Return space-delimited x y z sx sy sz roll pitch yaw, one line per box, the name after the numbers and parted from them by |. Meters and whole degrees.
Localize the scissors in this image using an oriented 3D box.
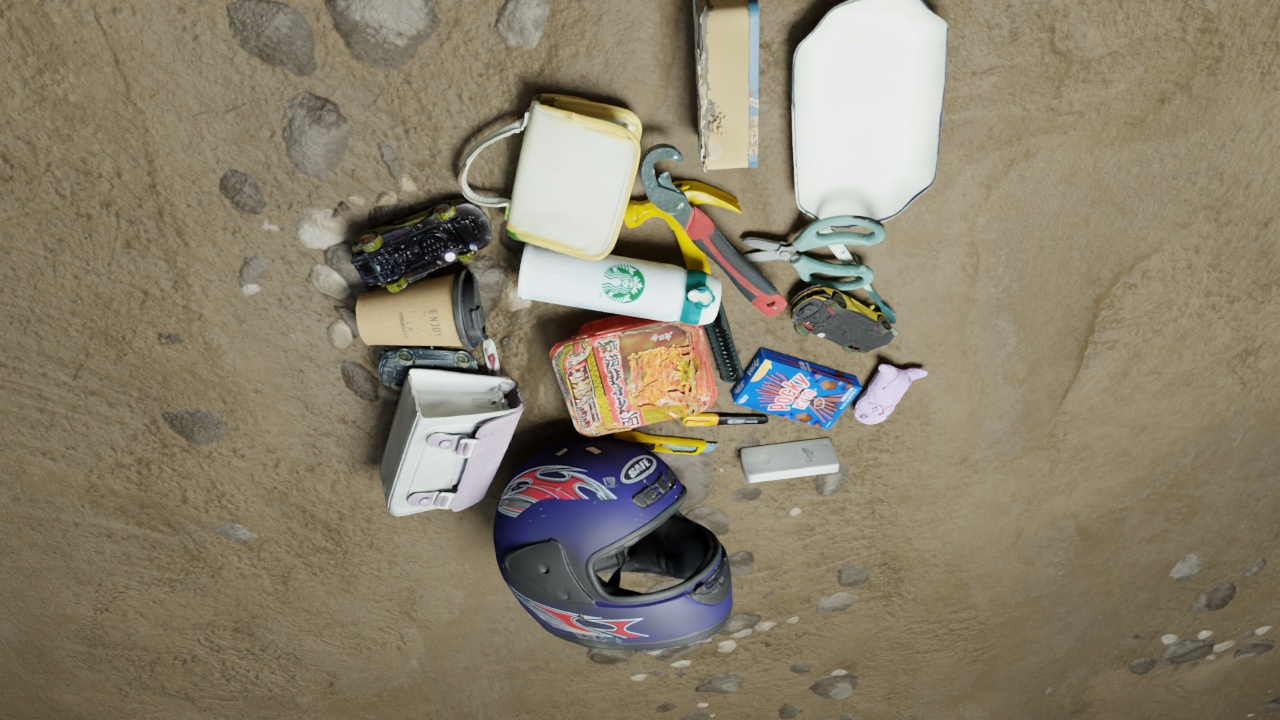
0.204 -0.134 1.062 0.177 0.019 0.170 15 149 -10 | scissors

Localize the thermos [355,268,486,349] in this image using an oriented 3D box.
-0.245 -0.054 1.046 0.143 0.092 0.093 -5 132 5 | thermos

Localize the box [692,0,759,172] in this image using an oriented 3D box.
0.083 -0.282 0.897 0.062 0.089 0.185 -2 132 1 | box

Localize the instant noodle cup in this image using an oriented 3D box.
-0.007 0.007 1.138 0.189 0.079 0.165 -12 132 2 | instant noodle cup

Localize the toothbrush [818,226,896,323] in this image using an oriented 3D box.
0.268 -0.106 1.129 0.016 0.018 0.191 -30 126 23 | toothbrush

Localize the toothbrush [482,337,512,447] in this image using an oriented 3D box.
-0.183 0.045 1.183 0.016 0.017 0.188 -7 132 -4 | toothbrush

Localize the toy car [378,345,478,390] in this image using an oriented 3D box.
-0.261 0.008 1.128 0.120 0.036 0.054 4 135 -25 | toy car

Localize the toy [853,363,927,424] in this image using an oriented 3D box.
0.334 0.046 1.254 0.083 0.039 0.108 5 129 -25 | toy

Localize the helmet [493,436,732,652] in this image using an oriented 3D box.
-0.042 0.221 1.189 0.316 0.246 0.240 1 111 31 | helmet

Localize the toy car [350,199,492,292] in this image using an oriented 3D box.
-0.240 -0.128 1.007 0.158 0.042 0.070 -20 131 1 | toy car

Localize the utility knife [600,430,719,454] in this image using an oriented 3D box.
0.028 0.116 1.280 0.173 0.015 0.033 6 132 -14 | utility knife

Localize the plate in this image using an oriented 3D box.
0.237 -0.261 0.975 0.162 0.034 0.266 -11 132 1 | plate

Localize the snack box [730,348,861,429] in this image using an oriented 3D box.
0.210 0.040 1.236 0.157 0.026 0.085 16 127 -21 | snack box

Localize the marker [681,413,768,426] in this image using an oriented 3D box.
0.118 0.082 1.266 0.123 0.015 0.018 1 135 -12 | marker

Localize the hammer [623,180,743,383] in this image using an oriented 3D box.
0.078 -0.086 1.103 0.129 0.032 0.301 -16 131 6 | hammer

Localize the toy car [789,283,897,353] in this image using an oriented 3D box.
0.254 -0.049 1.151 0.155 0.041 0.071 20 140 -33 | toy car

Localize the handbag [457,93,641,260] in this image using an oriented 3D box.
-0.098 -0.200 0.962 0.178 0.063 0.164 13 128 -8 | handbag

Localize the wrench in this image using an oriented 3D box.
0.084 -0.135 1.028 0.056 0.016 0.273 -31 127 18 | wrench

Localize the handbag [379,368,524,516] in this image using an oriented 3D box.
-0.239 0.107 1.159 0.144 0.098 0.198 -4 141 -31 | handbag

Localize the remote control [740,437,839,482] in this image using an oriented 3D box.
0.210 0.142 1.306 0.135 0.056 0.019 -7 132 -4 | remote control

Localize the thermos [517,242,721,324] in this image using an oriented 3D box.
-0.022 -0.085 1.032 0.224 0.073 0.073 9 129 -2 | thermos
